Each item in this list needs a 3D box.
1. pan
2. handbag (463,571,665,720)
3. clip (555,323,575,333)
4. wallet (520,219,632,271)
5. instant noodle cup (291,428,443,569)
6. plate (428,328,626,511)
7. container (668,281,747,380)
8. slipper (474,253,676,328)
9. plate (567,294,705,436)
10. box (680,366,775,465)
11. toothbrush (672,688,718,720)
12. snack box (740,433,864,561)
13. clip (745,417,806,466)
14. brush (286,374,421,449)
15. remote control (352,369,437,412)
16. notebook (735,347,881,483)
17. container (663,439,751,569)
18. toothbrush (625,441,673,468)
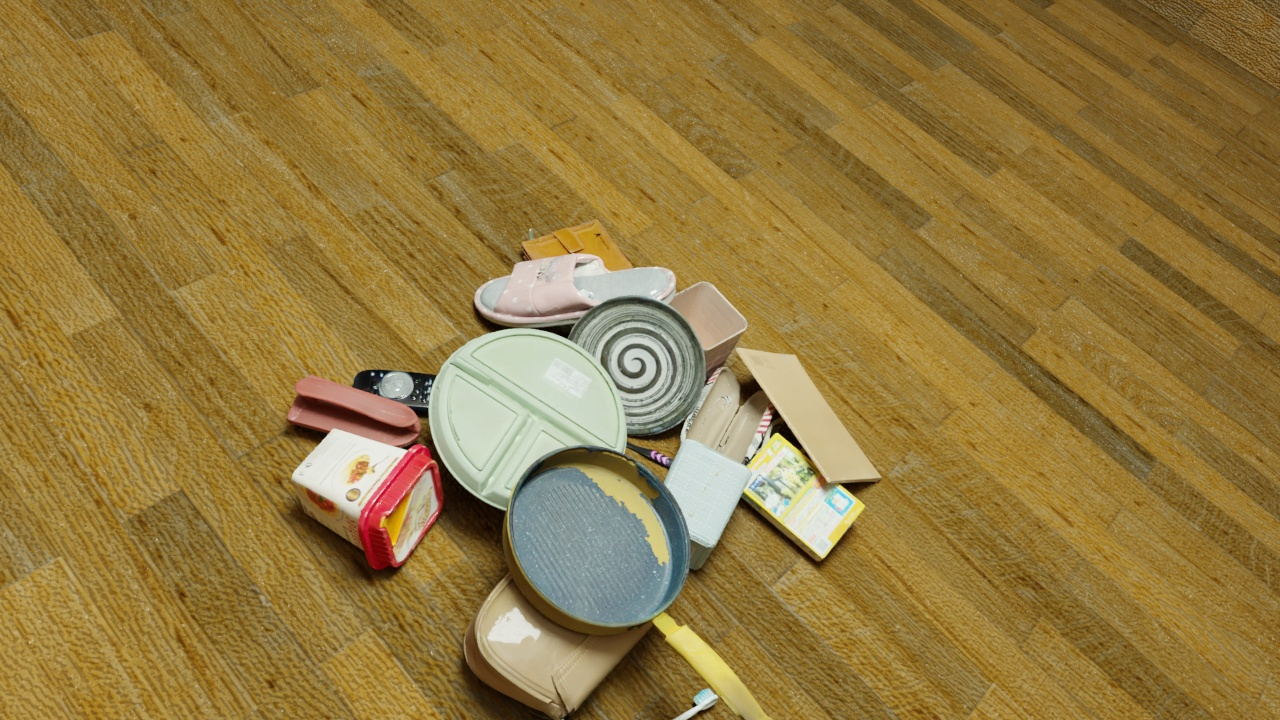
[{"bbox_3d":[0.008,0.232,0.898,0.197,0.078,0.357,-24,69,-39],"label":"pan"},{"bbox_3d":[-0.079,0.265,0.949,0.148,0.100,0.203,45,54,9],"label":"handbag"},{"bbox_3d":[-0.086,-0.042,1.231,0.057,0.028,0.024,20,53,-12],"label":"clip"},{"bbox_3d":[-0.094,-0.146,1.298,0.130,0.035,0.119,-23,69,-29],"label":"wallet"},{"bbox_3d":[-0.291,0.141,0.977,0.124,0.116,0.116,20,50,15],"label":"instant noodle cup"},{"bbox_3d":[-0.119,0.061,1.024,0.230,0.028,0.229,11,59,-19],"label":"plate"},{"bbox_3d":[0.068,-0.025,1.198,0.090,0.111,0.090,-28,65,-32],"label":"container"},{"bbox_3d":[-0.089,-0.096,1.178,0.275,0.054,0.113,-1,40,17],"label":"slipper"},{"bbox_3d":[-0.007,0.007,1.138,0.179,0.180,0.024,25,15,3],"label":"plate"},{"bbox_3d":[0.109,0.074,1.155,0.085,0.075,0.161,44,49,-15],"label":"box"},{"bbox_3d":[-0.010,0.390,0.914,0.224,0.026,0.027,-22,40,-29],"label":"toothbrush"},{"bbox_3d":[0.191,0.166,1.117,0.140,0.034,0.086,40,73,8],"label":"snack box"},{"bbox_3d":[0.172,0.120,1.168,0.098,0.035,0.099,30,56,9],"label":"clip"},{"bbox_3d":[-0.321,0.061,1.046,0.146,0.069,0.063,17,56,-3],"label":"brush"},{"bbox_3d":[-0.276,0.039,1.107,0.136,0.024,0.053,6,55,-9],"label":"remote control"},{"bbox_3d":[0.218,0.069,1.185,0.149,0.012,0.211,7,44,-52],"label":"notebook"},{"bbox_3d":[0.061,0.170,1.065,0.090,0.090,0.111,27,54,6],"label":"container"},{"bbox_3d":[0.035,0.125,1.136,0.189,0.018,0.014,26,61,2],"label":"toothbrush"}]
